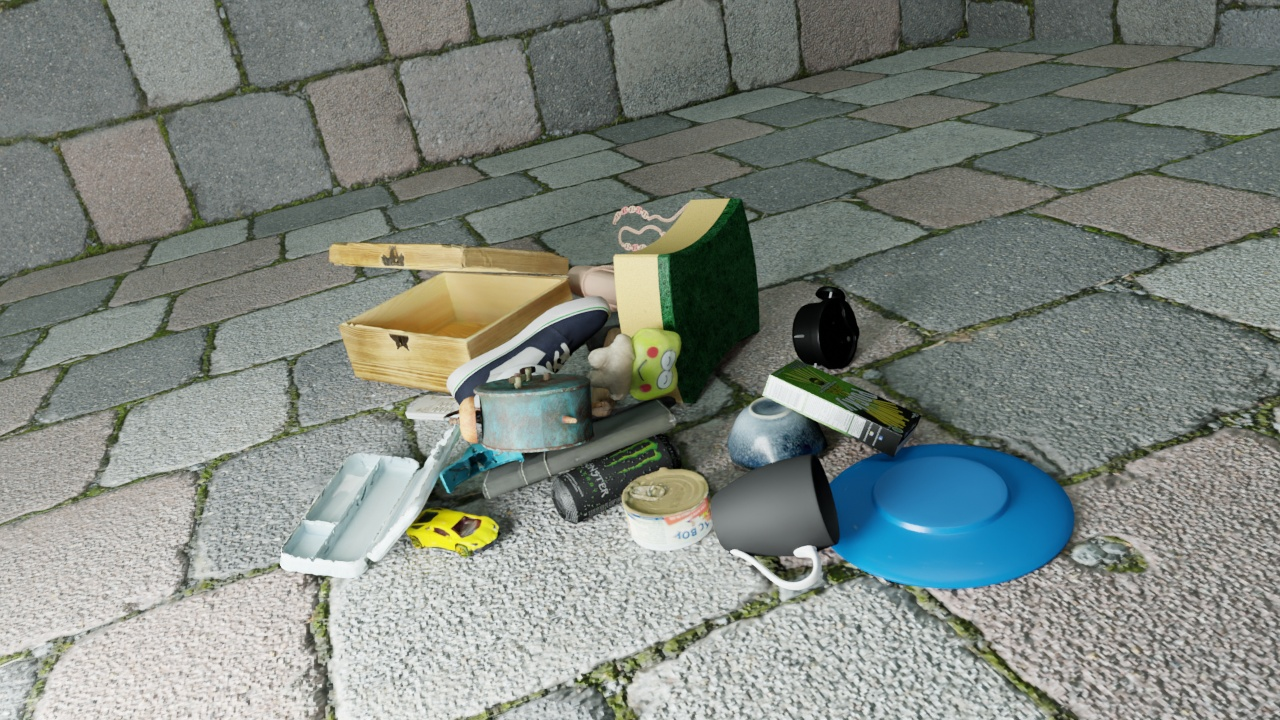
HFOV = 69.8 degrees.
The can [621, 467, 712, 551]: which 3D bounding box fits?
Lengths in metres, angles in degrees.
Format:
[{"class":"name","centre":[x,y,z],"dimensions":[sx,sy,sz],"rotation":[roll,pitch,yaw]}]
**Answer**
[{"class":"can","centre":[0.027,0.145,0.897],"dimensions":[0.086,0.043,0.086],"rotation":[-9,24,4]}]

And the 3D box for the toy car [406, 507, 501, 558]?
[{"class":"toy car","centre":[-0.192,0.175,0.946],"dimensions":[0.107,0.030,0.048],"rotation":[4,27,28]}]

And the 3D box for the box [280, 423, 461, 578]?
[{"class":"box","centre":[-0.275,0.148,0.995],"dimensions":[0.186,0.084,0.210],"rotation":[-18,22,11]}]

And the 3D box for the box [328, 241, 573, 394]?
[{"class":"box","centre":[-0.270,-0.104,1.370],"dimensions":[0.280,0.221,0.257],"rotation":[5,27,36]}]

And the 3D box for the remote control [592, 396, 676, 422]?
[{"class":"remote control","centre":[-0.017,0.064,1.105],"dimensions":[0.124,0.009,0.046],"rotation":[-13,-17,-5]}]

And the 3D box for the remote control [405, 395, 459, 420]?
[{"class":"remote control","centre":[-0.247,0.064,1.232],"dimensions":[0.136,0.011,0.050],"rotation":[1,27,26]}]

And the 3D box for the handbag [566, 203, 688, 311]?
[{"class":"handbag","centre":[-0.026,-0.169,1.422],"dimensions":[0.116,0.187,0.199],"rotation":[5,9,-43]}]

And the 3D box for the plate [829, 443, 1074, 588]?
[{"class":"plate","centre":[0.276,0.128,0.846],"dimensions":[0.224,0.024,0.224],"rotation":[-9,24,4]}]

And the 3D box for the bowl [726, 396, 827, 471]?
[{"class":"bowl","centre":[0.144,0.072,0.991],"dimensions":[0.110,0.055,0.110],"rotation":[-10,25,4]}]

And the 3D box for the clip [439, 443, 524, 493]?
[{"class":"clip","centre":[-0.161,0.104,0.968],"dimensions":[0.119,0.033,0.120],"rotation":[-23,6,21]}]

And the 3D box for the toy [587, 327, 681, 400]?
[{"class":"toy","centre":[-0.006,0.006,1.056],"dimensions":[0.115,0.092,0.046],"rotation":[-5,27,-24]}]

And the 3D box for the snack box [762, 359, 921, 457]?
[{"class":"snack box","centre":[0.212,0.047,0.966],"dimensions":[0.148,0.025,0.080],"rotation":[26,23,23]}]

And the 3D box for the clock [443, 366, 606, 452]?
[{"class":"clock","centre":[-0.124,0.046,0.935],"dimensions":[0.158,0.073,0.121],"rotation":[-2,7,16]}]

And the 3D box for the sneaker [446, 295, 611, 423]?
[{"class":"sneaker","centre":[-0.129,0.003,1.185],"dimensions":[0.235,0.084,0.079],"rotation":[-32,61,-11]}]

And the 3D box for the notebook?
[{"class":"notebook","centre":[-0.067,0.092,1.001],"dimensions":[0.209,0.029,0.169],"rotation":[-18,4,-3]}]

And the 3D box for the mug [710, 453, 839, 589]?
[{"class":"mug","centre":[0.120,0.150,0.819],"dimensions":[0.100,0.085,0.118],"rotation":[-17,52,19]}]

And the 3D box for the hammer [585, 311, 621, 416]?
[{"class":"hammer","centre":[-0.040,0.000,1.206],"dimensions":[0.098,0.052,0.327],"rotation":[-9,20,7]}]

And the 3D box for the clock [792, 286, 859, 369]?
[{"class":"clock","centre":[0.237,-0.041,1.154],"dimensions":[0.043,0.091,0.120],"rotation":[-1,38,45]}]

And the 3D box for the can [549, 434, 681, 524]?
[{"class":"can","centre":[-0.025,0.122,0.956],"dimensions":[0.137,0.054,0.054],"rotation":[-22,26,-23]}]

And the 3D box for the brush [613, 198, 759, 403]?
[{"class":"brush","centre":[0.068,-0.083,1.189],"dimensions":[0.075,0.195,0.249],"rotation":[4,28,30]}]

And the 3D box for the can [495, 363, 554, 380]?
[{"class":"can","centre":[-0.129,0.049,1.070],"dimensions":[0.088,0.088,0.140],"rotation":[-14,-1,-5]}]
